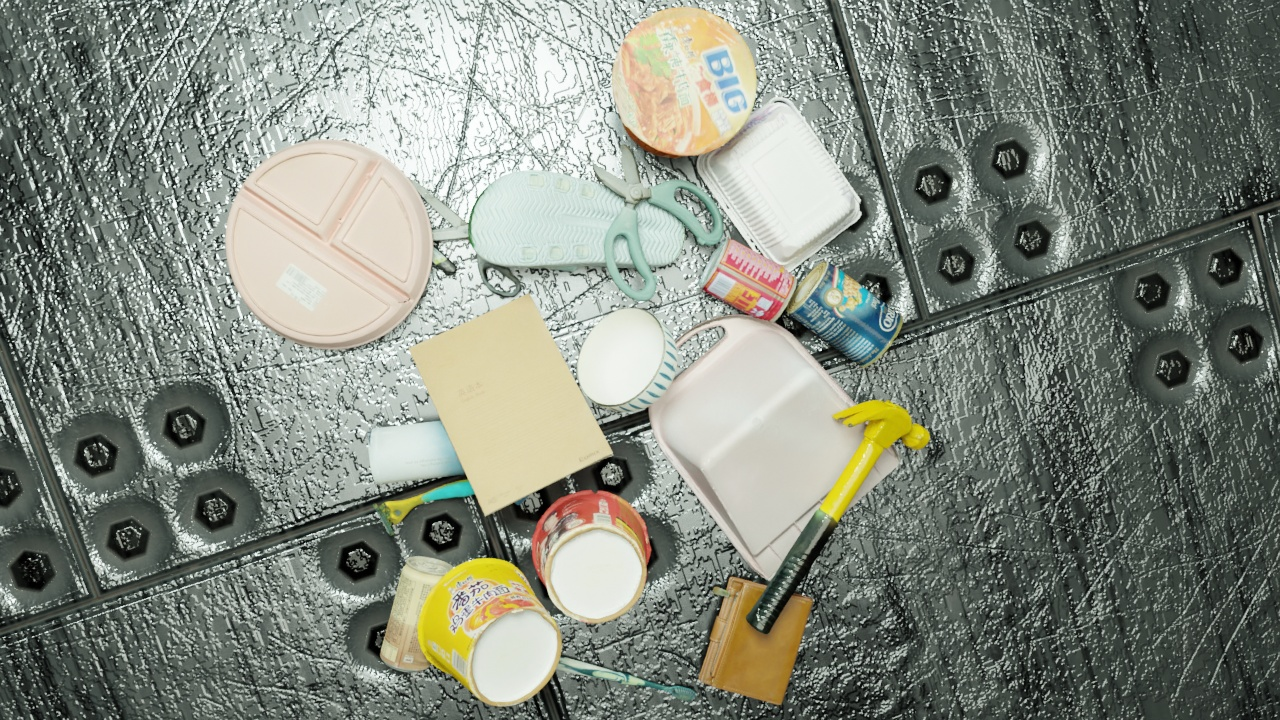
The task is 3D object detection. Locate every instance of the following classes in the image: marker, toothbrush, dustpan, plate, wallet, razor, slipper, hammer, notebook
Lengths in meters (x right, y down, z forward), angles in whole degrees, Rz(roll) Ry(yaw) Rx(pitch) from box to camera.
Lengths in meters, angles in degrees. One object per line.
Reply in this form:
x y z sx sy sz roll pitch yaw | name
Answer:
-0.254 -0.140 1.024 0.124 0.015 0.018 43 89 -9 | marker
-0.025 0.373 1.076 0.191 0.018 0.016 16 92 -7 | toothbrush
0.144 0.083 1.080 0.222 0.139 0.273 -39 124 -4 | dustpan
-0.342 -0.125 0.996 0.229 0.028 0.229 0 95 1 | plate
0.131 0.328 1.080 0.119 0.035 0.130 18 90 -6 | wallet
-0.232 0.157 1.037 0.132 0.028 0.043 -18 118 -1 | razor
-0.069 -0.148 1.015 0.245 0.074 0.104 2 89 -22 | slipper
0.212 0.177 1.041 0.128 0.033 0.301 30 93 -34 | hammer
-0.143 0.044 0.999 0.149 0.012 0.211 -25 72 -10 | notebook

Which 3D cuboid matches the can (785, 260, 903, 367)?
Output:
0.231 -0.054 1.045 0.111 0.075 0.075 35 89 -6 | can

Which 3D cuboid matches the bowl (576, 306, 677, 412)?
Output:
-0.006 0.006 1.020 0.066 0.116 0.116 33 90 -50 | bowl

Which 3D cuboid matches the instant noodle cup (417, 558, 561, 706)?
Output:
-0.156 0.296 0.988 0.137 0.110 0.138 -7 103 -32 | instant noodle cup

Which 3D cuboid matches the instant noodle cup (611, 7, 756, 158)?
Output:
0.040 -0.289 0.993 0.151 0.111 0.151 0 94 -6 | instant noodle cup

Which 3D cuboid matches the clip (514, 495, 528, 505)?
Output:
-0.152 0.141 1.051 0.024 0.027 0.056 -45 108 1 | clip

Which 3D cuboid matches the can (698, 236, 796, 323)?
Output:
0.122 -0.090 1.037 0.094 0.066 0.066 27 90 -6 | can

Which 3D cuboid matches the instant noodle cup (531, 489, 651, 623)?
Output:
-0.054 0.221 1.018 0.138 0.108 0.138 0 93 -5 | instant noodle cup

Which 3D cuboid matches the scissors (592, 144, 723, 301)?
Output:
0.025 -0.155 1.007 0.180 0.019 0.170 -11 93 -24 | scissors

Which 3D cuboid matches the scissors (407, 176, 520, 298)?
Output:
-0.191 -0.140 1.025 0.180 0.014 0.159 -17 95 -8 | scissors

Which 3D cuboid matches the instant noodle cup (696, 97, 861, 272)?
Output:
0.163 -0.200 1.038 0.138 0.060 0.173 -37 95 -2 | instant noodle cup

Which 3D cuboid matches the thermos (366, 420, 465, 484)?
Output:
-0.186 0.094 1.017 0.220 0.070 0.070 -6 94 -4 | thermos

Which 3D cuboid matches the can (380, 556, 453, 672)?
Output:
-0.249 0.284 1.028 0.058 0.058 0.116 15 92 -6 | can
